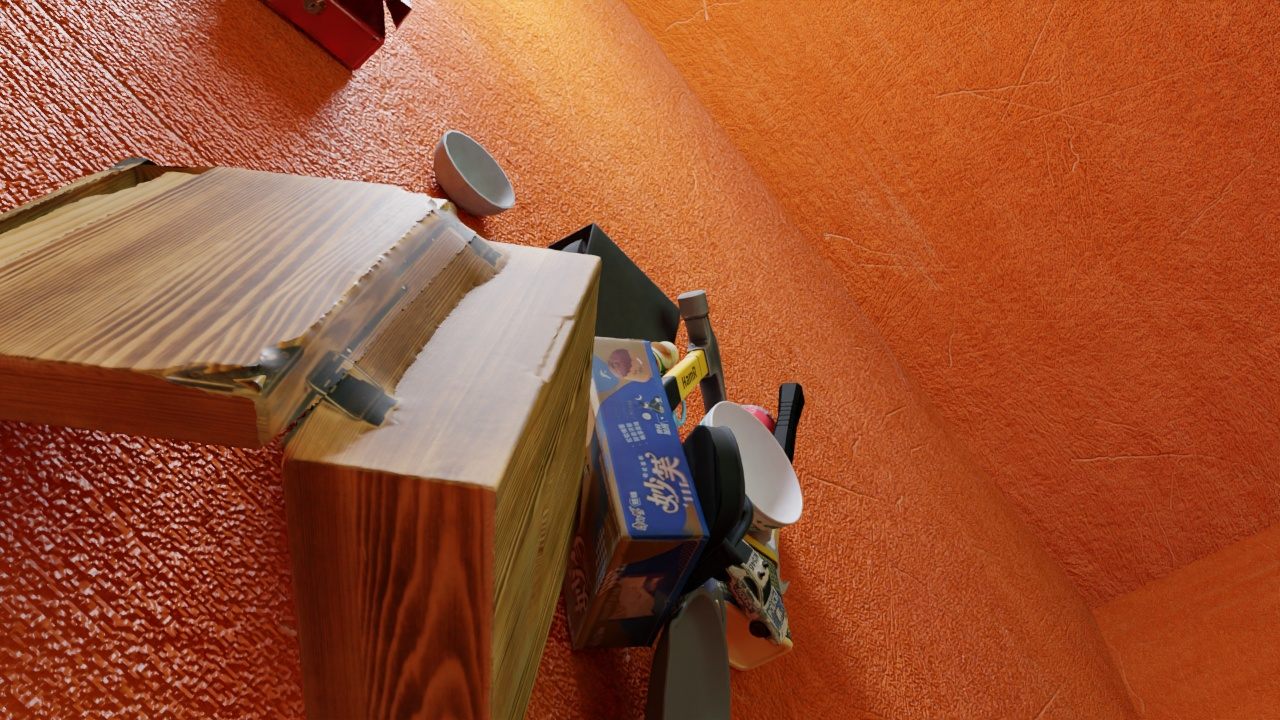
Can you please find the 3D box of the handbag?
[{"bbox_3d":[-0.035,-0.024,1.054,0.175,0.072,0.195,42,38,-37],"label":"handbag"}]

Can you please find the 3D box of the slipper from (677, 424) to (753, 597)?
[{"bbox_3d":[0.056,0.134,0.760,0.083,0.266,0.108,2,62,-16],"label":"slipper"}]

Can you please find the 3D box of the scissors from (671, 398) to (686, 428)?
[{"bbox_3d":[0.024,0.078,1.042,0.095,0.015,0.142,45,35,-36],"label":"scissors"}]

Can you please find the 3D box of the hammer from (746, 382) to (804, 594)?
[{"bbox_3d":[0.167,0.142,1.117,0.327,0.039,0.131,-68,148,-50],"label":"hammer"}]

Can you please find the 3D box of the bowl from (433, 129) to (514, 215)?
[{"bbox_3d":[-0.191,-0.200,1.017,0.106,0.039,0.106,44,24,-25],"label":"bowl"}]

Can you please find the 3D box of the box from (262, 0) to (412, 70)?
[{"bbox_3d":[-0.336,-0.404,0.967,0.157,0.098,0.129,31,27,-39],"label":"box"}]

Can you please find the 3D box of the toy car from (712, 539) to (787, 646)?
[{"bbox_3d":[0.104,0.205,0.834,0.113,0.041,0.048,56,27,-6],"label":"toy car"}]

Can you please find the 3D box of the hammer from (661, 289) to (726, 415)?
[{"bbox_3d":[0.041,0.029,0.981,0.323,0.034,0.170,-36,115,-69],"label":"hammer"}]

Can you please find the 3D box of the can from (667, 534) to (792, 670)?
[{"bbox_3d":[0.083,0.228,0.903,0.135,0.075,0.104,39,29,-35],"label":"can"}]

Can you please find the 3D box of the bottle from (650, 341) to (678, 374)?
[{"bbox_3d":[-0.006,0.006,1.000,0.059,0.059,0.166,57,27,8],"label":"bottle"}]

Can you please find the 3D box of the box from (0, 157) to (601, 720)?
[{"bbox_3d":[-0.206,0.040,0.528,0.336,0.287,0.278,10,27,4],"label":"box"}]

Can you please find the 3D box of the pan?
[{"bbox_3d":[0.023,0.312,0.659,0.353,0.024,0.217,-70,151,-51],"label":"pan"}]

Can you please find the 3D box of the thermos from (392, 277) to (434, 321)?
[{"bbox_3d":[-0.153,-0.017,0.718,0.198,0.108,0.083,37,53,-29],"label":"thermos"}]

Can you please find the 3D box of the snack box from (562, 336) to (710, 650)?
[{"bbox_3d":[-0.022,0.104,0.741,0.069,0.155,0.202,3,44,-19],"label":"snack box"}]

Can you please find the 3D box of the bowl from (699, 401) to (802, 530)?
[{"bbox_3d":[0.095,0.123,0.960,0.144,0.074,0.143,38,30,-27],"label":"bowl"}]

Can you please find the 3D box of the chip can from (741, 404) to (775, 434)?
[{"bbox_3d":[0.111,0.118,1.128,0.073,0.073,0.232,55,22,1],"label":"chip can"}]
